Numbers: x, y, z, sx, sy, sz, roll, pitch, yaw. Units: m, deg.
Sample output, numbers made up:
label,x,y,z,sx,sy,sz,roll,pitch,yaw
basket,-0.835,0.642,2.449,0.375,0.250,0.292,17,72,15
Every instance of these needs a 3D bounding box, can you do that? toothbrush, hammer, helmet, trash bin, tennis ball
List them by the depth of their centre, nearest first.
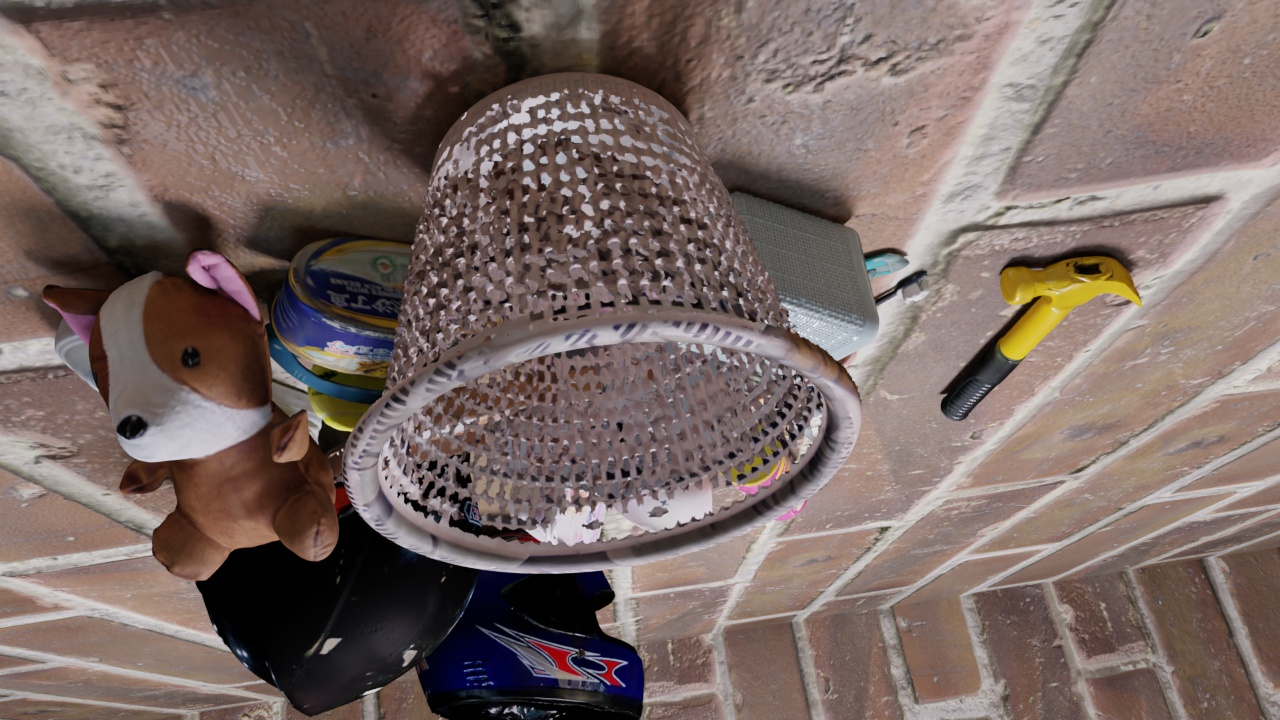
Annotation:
label,x,y,z,sx,sy,sz,roll,pitch,yaw
trash bin,-0.027,-0.025,0.456,0.227,0.191,0.228,-7,147,-5
tennis ball,-0.210,0.019,0.674,0.065,0.065,0.065,-8,157,-4
toothbrush,0.166,-0.026,0.770,0.015,0.018,0.182,7,153,-40
hammer,0.345,-0.011,0.848,0.128,0.032,0.301,-5,156,-6
helmet,-0.262,0.183,0.851,0.274,0.230,0.233,-29,158,-4
helmet,-0.143,0.356,1.230,0.315,0.239,0.248,16,147,-25

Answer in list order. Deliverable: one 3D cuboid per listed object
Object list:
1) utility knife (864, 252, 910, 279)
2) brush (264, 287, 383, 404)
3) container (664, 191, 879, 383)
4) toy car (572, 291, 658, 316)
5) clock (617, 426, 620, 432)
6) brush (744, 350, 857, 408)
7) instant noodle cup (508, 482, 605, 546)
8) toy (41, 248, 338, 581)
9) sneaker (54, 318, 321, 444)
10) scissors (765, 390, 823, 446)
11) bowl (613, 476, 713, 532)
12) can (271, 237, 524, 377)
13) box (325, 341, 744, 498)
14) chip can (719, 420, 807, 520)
label,x,y,z,sx,sy,sz,roll,pitch,yaw
utility knife,0.127,-0.054,0.693,0.151,0.013,0.029,-16,153,16
brush,-0.178,-0.006,0.617,0.143,0.073,0.055,6,159,-31
container,0.080,-0.047,0.603,0.111,0.090,0.090,13,148,-35
toy car,-0.024,-0.053,0.615,0.056,0.037,0.122,-18,154,16
clock,0.007,0.067,0.872,0.082,0.055,0.122,-18,158,20
brush,0.105,0.007,0.763,0.073,0.063,0.146,21,144,-32
instant noodle cup,-0.075,0.120,0.891,0.060,0.137,0.173,11,160,12
toy,-0.264,0.035,0.548,0.140,0.200,0.130,-11,-161,4
sneaker,-0.315,0.043,0.659,0.089,0.090,0.242,-15,155,10
scissors,0.178,0.065,0.984,0.168,0.014,0.157,11,150,-39
bowl,0.031,0.131,0.999,0.118,0.118,0.065,3,114,-26
can,-0.148,-0.031,0.572,0.148,0.074,0.049,7,148,-31
box,-0.071,0.042,0.657,0.260,0.105,0.179,16,154,-33
chip can,0.142,0.130,1.045,0.071,0.071,0.210,-15,156,13
